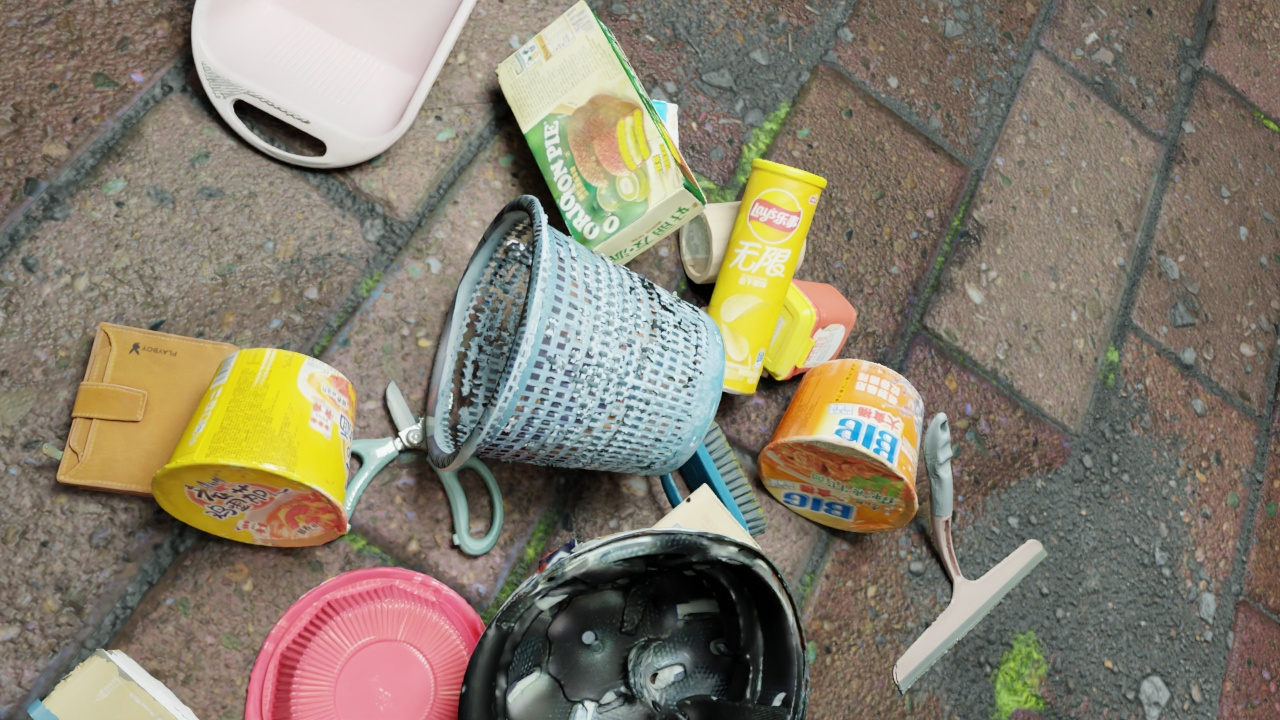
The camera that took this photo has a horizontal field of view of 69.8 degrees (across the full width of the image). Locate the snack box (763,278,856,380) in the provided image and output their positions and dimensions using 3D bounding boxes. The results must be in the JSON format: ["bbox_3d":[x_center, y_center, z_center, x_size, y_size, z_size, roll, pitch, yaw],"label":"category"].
[{"bbox_3d":[0.163,-0.032,0.919,0.080,0.091,0.082,-2,41,-31],"label":"snack box"}]

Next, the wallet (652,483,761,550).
[{"bbox_3d":[0.042,0.178,0.820,0.115,0.024,0.087,-40,92,2],"label":"wallet"}]

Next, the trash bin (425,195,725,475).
[{"bbox_3d":[-0.047,0.004,0.762,0.195,0.227,0.226,19,67,-25],"label":"trash bin"}]

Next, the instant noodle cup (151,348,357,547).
[{"bbox_3d":[-0.282,0.065,0.699,0.138,0.138,0.109,15,52,-16],"label":"instant noodle cup"}]

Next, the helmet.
[{"bbox_3d":[-0.013,0.240,0.729,0.273,0.157,0.230,-18,93,-15],"label":"helmet"}]

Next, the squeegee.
[{"bbox_3d":[0.305,0.156,0.910,0.247,0.040,0.250,-29,116,-26],"label":"squeegee"}]

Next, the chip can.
[{"bbox_3d":[0.107,-0.077,0.863,0.072,0.072,0.213,14,102,-16],"label":"chip can"}]

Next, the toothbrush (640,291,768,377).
[{"bbox_3d":[0.051,-0.031,0.923,0.187,0.016,0.017,32,93,-10],"label":"toothbrush"}]

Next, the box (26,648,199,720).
[{"bbox_3d":[-0.335,0.270,0.635,0.184,0.090,0.059,41,64,-1],"label":"box"}]

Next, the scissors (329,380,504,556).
[{"bbox_3d":[-0.189,0.109,0.783,0.180,0.019,0.169,40,63,-3],"label":"scissors"}]

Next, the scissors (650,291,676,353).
[{"bbox_3d":[0.005,0.018,0.878,0.165,0.012,0.157,-16,85,-16],"label":"scissors"}]

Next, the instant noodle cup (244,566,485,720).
[{"bbox_3d":[-0.199,0.255,0.705,0.193,0.066,0.193,6,72,-19],"label":"instant noodle cup"}]

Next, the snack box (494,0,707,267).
[{"bbox_3d":[-0.041,-0.211,0.859,0.115,0.063,0.240,-33,66,16],"label":"snack box"}]

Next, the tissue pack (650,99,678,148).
[{"bbox_3d":[-0.008,-0.206,0.931,0.090,0.063,0.140,4,71,-18],"label":"tissue pack"}]

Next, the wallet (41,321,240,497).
[{"bbox_3d":[-0.391,0.041,0.723,0.119,0.035,0.130,12,69,-24],"label":"wallet"}]

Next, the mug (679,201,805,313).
[{"bbox_3d":[0.103,-0.102,0.938,0.103,0.084,0.125,-7,102,-21],"label":"mug"}]

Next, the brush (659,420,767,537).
[{"bbox_3d":[0.058,0.114,0.852,0.073,0.055,0.144,-28,88,-25],"label":"brush"}]

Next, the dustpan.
[{"bbox_3d":[-0.262,-0.311,0.793,0.222,0.274,0.138,25,41,-9],"label":"dustpan"}]

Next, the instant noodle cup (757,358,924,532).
[{"bbox_3d":[0.199,0.077,0.876,0.151,0.152,0.111,32,56,-9],"label":"instant noodle cup"}]

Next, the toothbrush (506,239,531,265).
[{"bbox_3d":[-0.048,-0.063,0.892,0.189,0.021,0.029,31,90,-9],"label":"toothbrush"}]
